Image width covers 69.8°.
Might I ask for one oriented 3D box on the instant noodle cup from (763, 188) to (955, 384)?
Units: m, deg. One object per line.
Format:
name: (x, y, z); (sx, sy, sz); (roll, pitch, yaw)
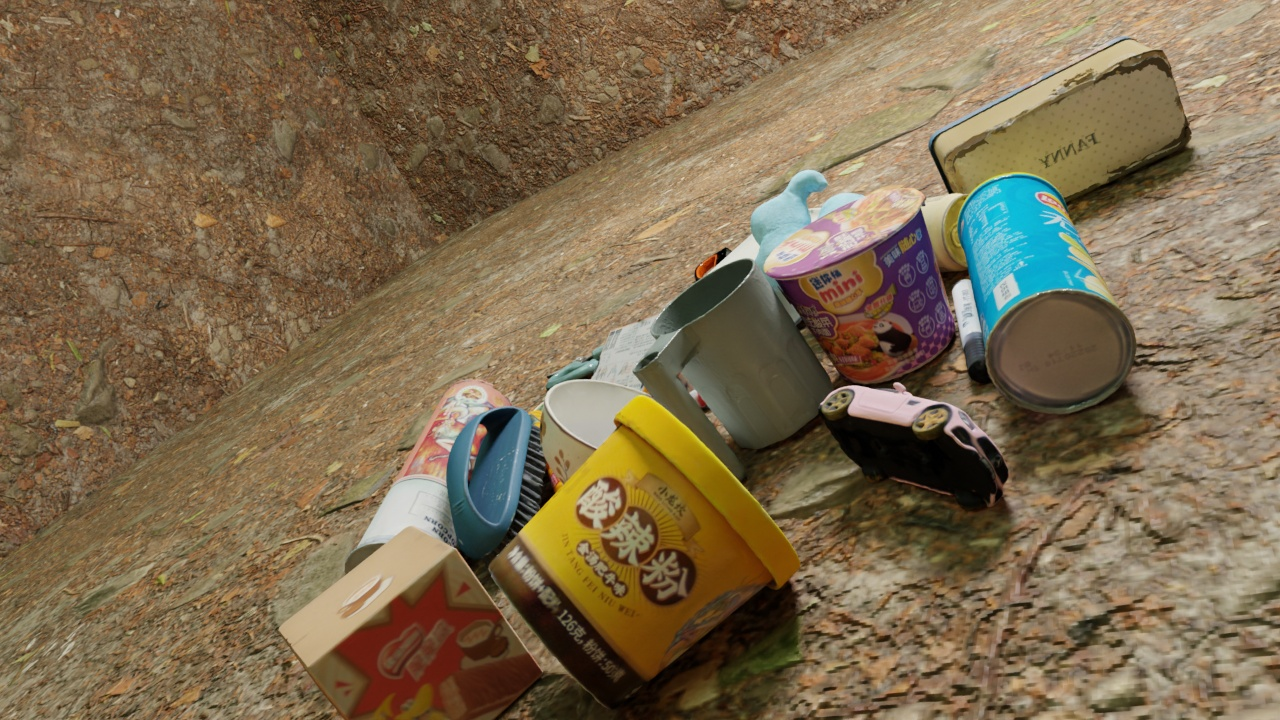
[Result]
instant noodle cup: (0.154, -0.045, 0.616); (0.112, 0.099, 0.111); (-27, 16, 8)

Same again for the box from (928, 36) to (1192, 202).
box: (0.315, -0.168, 0.713); (0.185, 0.090, 0.062); (-23, 25, 18)

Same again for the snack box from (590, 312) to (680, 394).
snack box: (-0.005, 0.004, 0.766); (0.154, 0.026, 0.075); (-12, 56, 69)

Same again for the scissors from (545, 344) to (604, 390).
scissors: (-0.034, -0.007, 0.931); (0.172, 0.019, 0.177); (-28, 5, -8)

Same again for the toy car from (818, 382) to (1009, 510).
toy car: (0.140, 0.040, 0.473); (0.037, 0.056, 0.122); (-43, 20, -15)

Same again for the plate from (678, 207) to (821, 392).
plate: (0.096, -0.062, 0.831); (0.265, 0.034, 0.162); (-42, 23, -20)

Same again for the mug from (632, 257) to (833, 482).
mug: (0.059, 0.008, 0.605); (0.084, 0.103, 0.123); (-18, 25, 49)

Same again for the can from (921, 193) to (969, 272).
can: (0.216, -0.097, 0.727); (0.058, 0.058, 0.116); (-38, 19, -23)

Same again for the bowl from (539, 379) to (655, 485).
bowl: (-0.017, 0.066, 0.615); (0.113, 0.113, 0.062); (-88, 16, -70)

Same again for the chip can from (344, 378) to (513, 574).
chip can: (-0.159, 0.100, 0.729); (0.071, 0.071, 0.214); (-24, 25, 21)

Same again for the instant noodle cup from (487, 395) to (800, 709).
instant noodle cup: (-0.003, 0.097, 0.456); (0.114, 0.118, 0.118); (-41, 19, -9)

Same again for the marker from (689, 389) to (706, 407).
marker: (0.011, 0.049, 0.725); (0.145, 0.017, 0.017); (-29, 17, 5)

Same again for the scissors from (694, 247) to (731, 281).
scissors: (0.102, -0.084, 0.955); (0.221, 0.022, 0.233); (-32, 18, 11)

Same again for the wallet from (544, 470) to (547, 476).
wallet: (-0.120, 0.103, 0.788); (0.122, 0.020, 0.096); (-39, 21, -22)

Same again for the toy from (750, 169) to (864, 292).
toy: (0.150, -0.087, 0.722); (0.157, 0.049, 0.161); (-17, 63, 43)

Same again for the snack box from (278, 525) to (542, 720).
snack box: (-0.126, 0.160, 0.505); (0.092, 0.094, 0.077); (-38, 19, -25)

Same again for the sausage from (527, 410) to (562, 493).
sausage: (-0.071, 0.076, 0.739); (0.021, 0.021, 0.165); (-32, 27, -4)

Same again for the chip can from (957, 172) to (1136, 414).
chip can: (0.232, -0.049, 0.544); (0.071, 0.071, 0.209); (-23, 19, 24)

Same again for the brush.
brush: (-0.110, 0.085, 0.682); (0.055, 0.073, 0.143); (-33, 30, 25)

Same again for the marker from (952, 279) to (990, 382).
marker: (0.215, -0.022, 0.589); (0.023, 0.018, 0.130); (-14, 23, 21)

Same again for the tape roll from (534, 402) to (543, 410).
tape roll: (-0.071, 0.045, 0.877); (0.086, 0.014, 0.085); (-28, 17, 9)
